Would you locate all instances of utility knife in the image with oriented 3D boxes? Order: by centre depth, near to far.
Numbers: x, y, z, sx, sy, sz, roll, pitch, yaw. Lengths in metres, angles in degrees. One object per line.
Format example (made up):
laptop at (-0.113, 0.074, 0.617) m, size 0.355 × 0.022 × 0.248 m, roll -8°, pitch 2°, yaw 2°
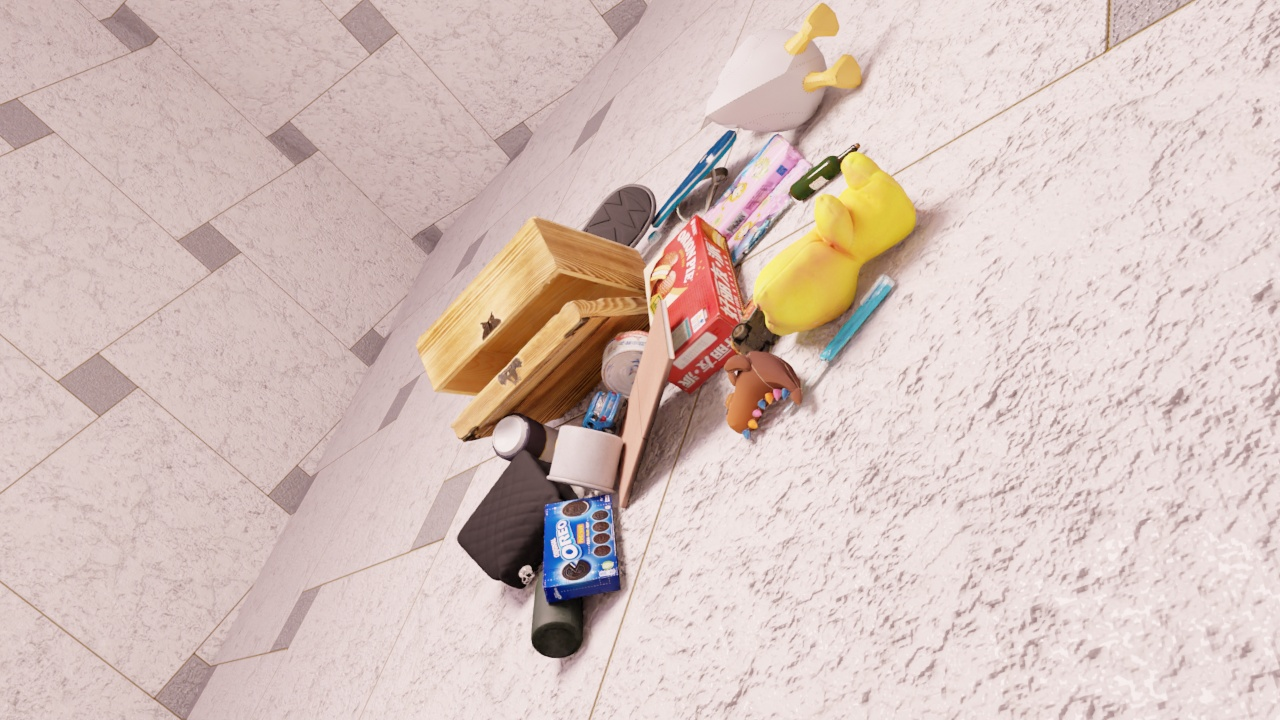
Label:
utility knife at (0.192, -0.016, 0.904) m, size 0.169 × 0.015 × 0.022 m, roll -52°, pitch 11°, yaw 6°

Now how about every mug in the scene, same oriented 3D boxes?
mug at (-0.065, 0.125, 1.136) m, size 0.113 × 0.084 × 0.070 m, roll 61°, pitch -139°, yaw -77°

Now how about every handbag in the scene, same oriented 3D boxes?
handbag at (-0.140, 0.217, 1.192) m, size 0.153 × 0.114 × 0.125 m, roll -51°, pitch 45°, yaw 1°

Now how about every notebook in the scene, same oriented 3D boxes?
notebook at (0.003, 0.050, 1.085) m, size 0.141 × 0.008 × 0.210 m, roll -95°, pitch 19°, yaw -59°

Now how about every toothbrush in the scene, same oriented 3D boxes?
toothbrush at (-0.037, -0.125, 1.531) m, size 0.223 × 0.026 × 0.027 m, roll -53°, pitch 43°, yaw 5°

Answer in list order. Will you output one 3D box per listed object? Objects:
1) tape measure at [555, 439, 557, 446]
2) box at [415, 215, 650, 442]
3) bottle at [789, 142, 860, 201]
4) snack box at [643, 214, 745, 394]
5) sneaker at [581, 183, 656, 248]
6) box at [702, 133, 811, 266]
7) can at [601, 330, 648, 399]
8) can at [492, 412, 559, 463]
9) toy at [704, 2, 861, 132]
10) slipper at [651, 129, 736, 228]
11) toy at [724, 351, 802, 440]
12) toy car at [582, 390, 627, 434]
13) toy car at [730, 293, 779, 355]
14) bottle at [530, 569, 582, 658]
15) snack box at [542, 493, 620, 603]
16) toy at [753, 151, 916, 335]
tape measure at (-0.090, 0.124, 1.196) m, size 0.030 × 0.059 × 0.068 m, roll -13°, pitch 12°, yaw 19°
box at (-0.125, -0.030, 1.301) m, size 0.280 × 0.246 × 0.176 m, roll -43°, pitch 62°, yaw 26°
bottle at (0.230, -0.236, 1.139) m, size 0.106 × 0.025 × 0.025 m, roll -36°, pitch 28°, yaw 39°
snack box at (0.067, -0.076, 1.165) m, size 0.113 × 0.060 × 0.236 m, roll -45°, pitch 29°, yaw 26°
sneaker at (-0.059, -0.180, 1.563) m, size 0.257 × 0.093 × 0.160 m, roll -51°, pitch -7°, yaw 4°
box at (0.139, -0.200, 1.269) m, size 0.231 × 0.035 × 0.159 m, roll -49°, pitch 22°, yaw 18°
can at (-0.007, 0.007, 1.190) m, size 0.086 × 0.086 × 0.043 m, roll -42°, pitch 26°, yaw 28°
can at (-0.144, 0.118, 1.265) m, size 0.064 × 0.127 × 0.064 m, roll -13°, pitch 64°, yaw 29°
toy at (0.179, -0.391, 1.314) m, size 0.246 × 0.141 × 0.268 m, roll -34°, pitch 10°, yaw -37°
slipper at (0.095, -0.272, 1.440) m, size 0.118 × 0.060 × 0.295 m, roll -57°, pitch 8°, yaw -21°
toy at (0.124, 0.041, 0.924) m, size 0.103 × 0.070 × 0.090 m, roll 46°, pitch 118°, yaw 56°
toy car at (-0.050, 0.074, 1.202) m, size 0.120 × 0.043 × 0.056 m, roll 117°, pitch 176°, yaw -66°
toy car at (0.138, -0.052, 1.027) m, size 0.112 × 0.047 × 0.047 m, roll -55°, pitch 21°, yaw -5°
bottle at (-0.093, 0.255, 1.042) m, size 0.055 × 0.055 × 0.174 m, roll -47°, pitch 21°, yaw 19°
snack box at (-0.068, 0.208, 1.035) m, size 0.082 × 0.027 × 0.150 m, roll -10°, pitch 27°, yaw -1°
toy at (0.198, -0.105, 0.931) m, size 0.194 × 0.087 × 0.134 m, roll -50°, pitch -21°, yaw 0°
